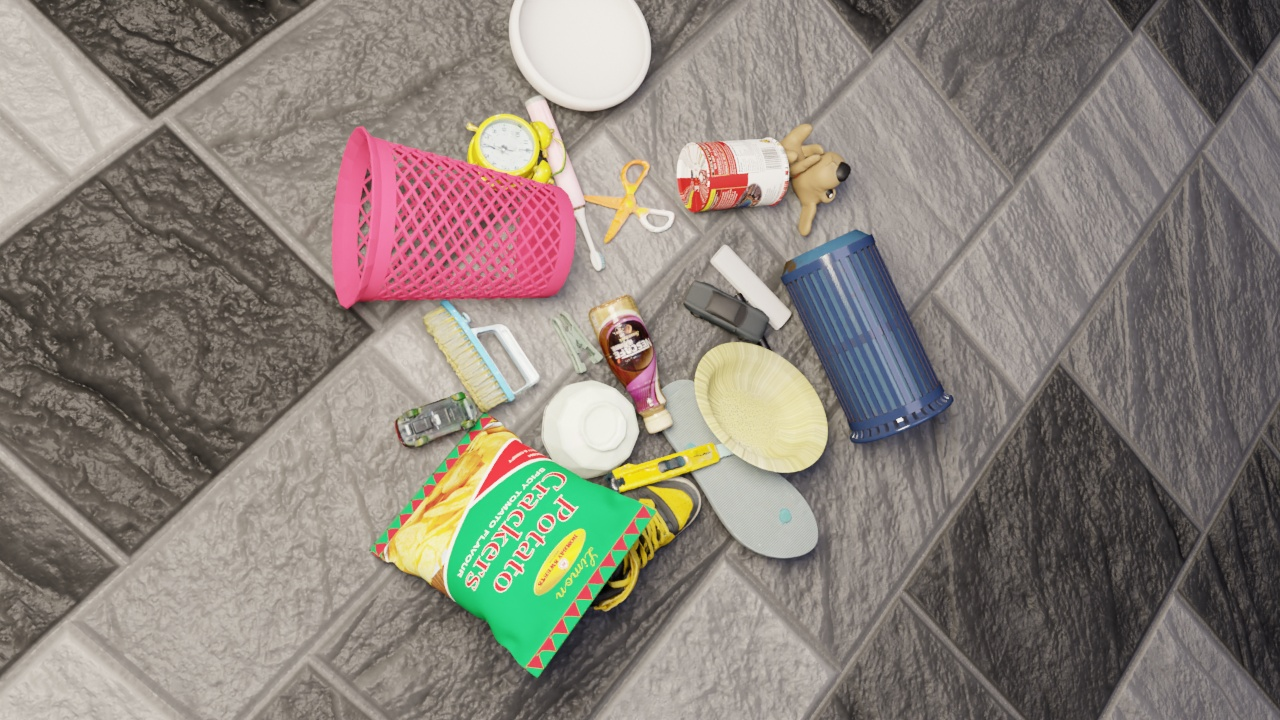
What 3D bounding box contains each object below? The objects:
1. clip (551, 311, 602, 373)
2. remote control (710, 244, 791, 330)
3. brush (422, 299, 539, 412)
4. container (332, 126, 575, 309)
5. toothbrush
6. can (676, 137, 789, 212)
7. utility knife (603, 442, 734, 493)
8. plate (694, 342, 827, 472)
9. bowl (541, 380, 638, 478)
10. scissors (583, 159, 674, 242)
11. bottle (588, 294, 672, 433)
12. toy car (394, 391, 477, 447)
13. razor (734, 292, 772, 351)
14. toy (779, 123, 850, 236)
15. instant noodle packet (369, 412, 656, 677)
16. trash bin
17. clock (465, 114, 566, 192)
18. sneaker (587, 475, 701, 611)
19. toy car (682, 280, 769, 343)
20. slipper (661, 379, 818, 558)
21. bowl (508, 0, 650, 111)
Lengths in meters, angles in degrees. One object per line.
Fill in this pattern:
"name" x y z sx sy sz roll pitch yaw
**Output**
"clip" -0.084 -0.018 1.093 0.078 0.023 0.050 44 68 -13
"remote control" 0.146 -0.096 1.201 0.131 0.012 0.033 45 69 -11
"brush" -0.181 -0.013 1.034 0.075 0.055 0.136 -35 96 -18
"container" -0.198 -0.140 0.992 0.225 0.184 0.183 3 81 -29
"toothbrush" -0.089 -0.214 1.116 0.026 0.027 0.222 -24 94 -56
"can" 0.117 -0.236 1.169 0.116 0.087 0.086 -9 86 -23
"utility knife" 0.047 0.121 1.096 0.190 0.018 0.030 -14 75 -23
"plate" 0.141 0.064 1.130 0.184 0.036 0.184 15 50 -19
"bowl" -0.052 0.079 1.072 0.117 0.061 0.117 3 82 -21
"scissors" -0.010 -0.193 1.153 0.128 0.011 0.125 34 71 -14
"bottle" -0.007 0.006 1.099 0.059 0.060 0.166 -23 91 -23
"toy car" -0.225 0.066 1.016 0.091 0.036 0.042 -21 91 -22
"razor" 0.157 -0.022 1.191 0.042 0.022 0.144 -27 93 -24
"toy" 0.222 -0.251 1.213 0.108 0.106 0.134 39 66 -24
"instant noodle packet" -0.138 0.178 0.956 0.195 0.253 0.090 -52 147 -20
"trash bin" 0.285 -0.035 1.184 0.139 0.139 0.249 -25 91 -23
"clock" -0.147 -0.243 1.078 0.118 0.057 0.083 2 81 -15
"sneaker" -0.014 0.201 1.037 0.238 0.122 0.086 -29 96 -22
"toy car" 0.109 -0.062 1.161 0.112 0.034 0.046 26 78 -3
"slipper" 0.107 0.143 1.140 0.098 0.055 0.269 -41 87 -19
"bowl" -0.079 -0.383 1.120 0.176 0.066 0.176 3 82 -22
